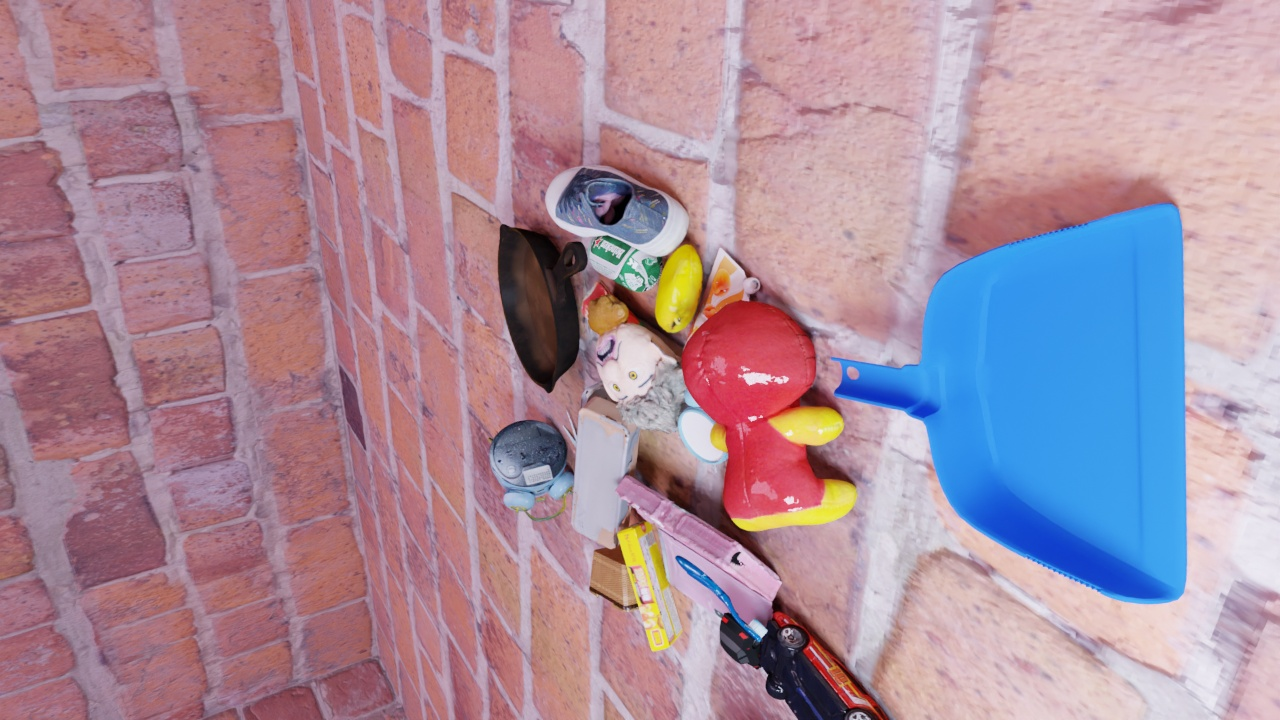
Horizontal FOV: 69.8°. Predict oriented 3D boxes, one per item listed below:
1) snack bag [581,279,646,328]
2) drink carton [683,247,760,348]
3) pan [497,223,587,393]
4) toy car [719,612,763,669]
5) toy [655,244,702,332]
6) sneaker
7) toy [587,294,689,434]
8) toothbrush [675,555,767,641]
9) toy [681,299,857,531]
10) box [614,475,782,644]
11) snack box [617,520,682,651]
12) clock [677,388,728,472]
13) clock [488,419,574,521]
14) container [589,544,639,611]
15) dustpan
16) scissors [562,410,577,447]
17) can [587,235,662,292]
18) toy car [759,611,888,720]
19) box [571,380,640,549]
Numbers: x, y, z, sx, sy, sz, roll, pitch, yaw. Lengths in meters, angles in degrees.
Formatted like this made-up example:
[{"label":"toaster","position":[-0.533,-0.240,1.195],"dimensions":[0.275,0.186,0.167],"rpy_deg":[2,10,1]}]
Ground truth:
[{"label":"snack bag","position":[-0.011,-0.031,1.104],"dimensions":[0.155,0.044,0.087],"rpy_deg":[44,152,36]},{"label":"drink carton","position":[0.081,-0.047,0.929],"dimensions":[0.069,0.038,0.122],"rpy_deg":[52,138,39]},{"label":"pan","position":[-0.120,-0.092,1.237],"dimensions":[0.357,0.043,0.248],"rpy_deg":[-31,75,66]},{"label":"toy car","position":[0.107,0.303,0.979],"dimensions":[0.042,0.036,0.092],"rpy_deg":[35,156,38]},{"label":"toy","position":[0.039,-0.075,0.959],"dimensions":[0.096,0.041,0.094],"rpy_deg":[115,164,-53]},{"label":"sneaker","position":[-0.044,-0.180,1.015],"dimensions":[0.236,0.079,0.087],"rpy_deg":[28,91,49]},{"label":"toy","position":[-0.006,0.006,1.015],"dimensions":[0.133,0.076,0.176],"rpy_deg":[-33,92,43]},{"label":"toothbrush","position":[0.082,0.245,0.962],"dimensions":[0.132,0.016,0.021],"rpy_deg":[39,162,36]},{"label":"toy","position":[0.110,0.050,0.843],"dimensions":[0.148,0.098,0.216],"rpy_deg":[-18,88,37]},{"label":"box","position":[0.075,0.226,1.051],"dimensions":[0.233,0.059,0.179],"rpy_deg":[23,146,56]},{"label":"snack box","position":[0.013,0.282,1.162],"dimensions":[0.075,0.025,0.152],"rpy_deg":[3,-111,-74]},{"label":"clock","position":[0.081,0.061,0.958],"dimensions":[0.087,0.041,0.123],"rpy_deg":[43,142,19]},{"label":"clock","position":[-0.164,0.166,1.386],"dimensions":[0.060,0.118,0.162],"rpy_deg":[99,153,-57]},{"label":"container","position":[-0.022,0.292,1.243],"dimensions":[0.114,0.063,0.061],"rpy_deg":[5,99,61]},{"label":"dustpan","position":[0.237,0.021,0.644],"dimensions":[0.258,0.059,0.246],"rpy_deg":[14,114,61]},{"label":"scissors","position":[-0.085,0.126,1.334],"dimensions":[0.110,0.015,0.132],"rpy_deg":[132,124,-62]},{"label":"can","position":[-0.018,-0.114,1.052],"dimensions":[0.101,0.053,0.053],"rpy_deg":[34,131,51]},{"label":"toy car","position":[0.180,0.331,0.890],"dimensions":[0.189,0.056,0.082],"rpy_deg":[44,138,46]},{"label":"box","position":[-0.039,0.136,1.166],"dimensions":[0.107,0.094,0.217],"rpy_deg":[46,141,41]}]
